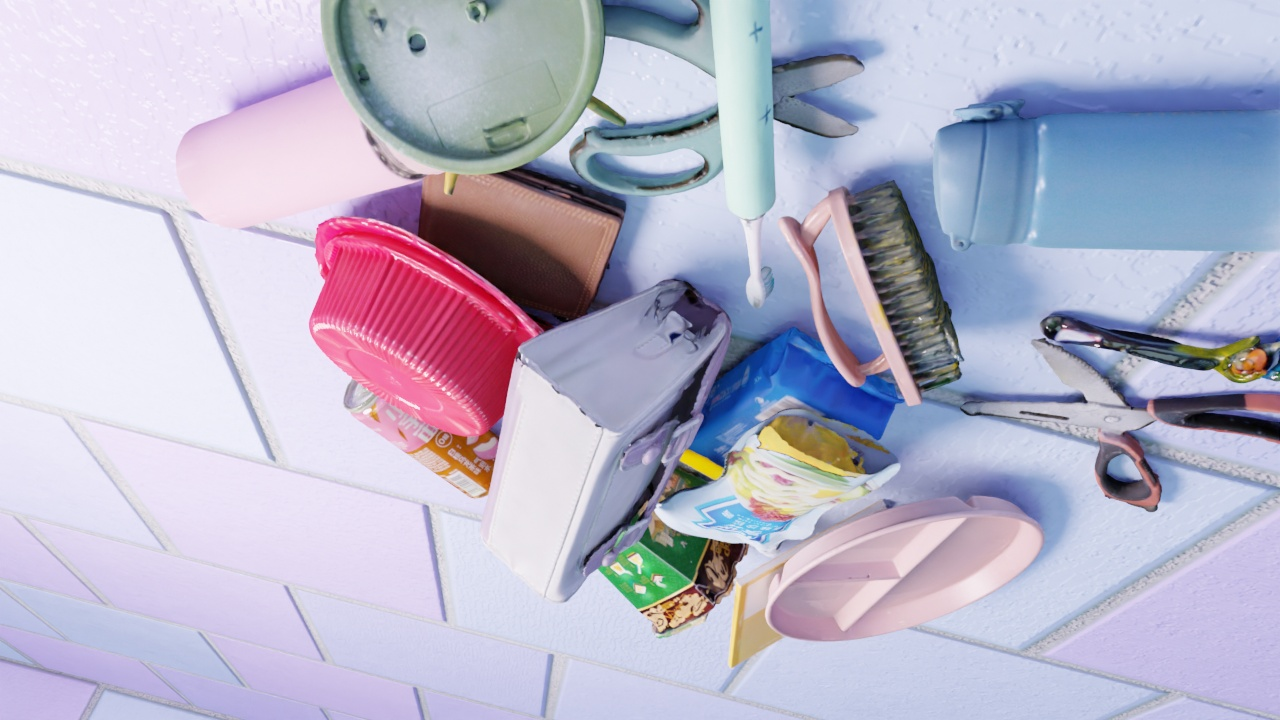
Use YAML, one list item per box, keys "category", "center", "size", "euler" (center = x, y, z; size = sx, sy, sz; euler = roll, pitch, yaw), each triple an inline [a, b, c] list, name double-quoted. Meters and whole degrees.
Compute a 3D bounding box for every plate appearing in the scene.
- category: "plate"
  center: [0.210, 0.171, 0.747]
  size: [0.229, 0.028, 0.230]
  euler: [-8, 143, -7]

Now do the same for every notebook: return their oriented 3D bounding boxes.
- category: "notebook"
  center: [0.144, 0.206, 0.823]
  size: [0.145, 0.010, 0.207]
  euler: [-25, 146, -15]

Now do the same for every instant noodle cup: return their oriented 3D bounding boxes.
- category: "instant noodle cup"
  center: [-0.147, -0.010, 0.612]
  size: [0.194, 0.065, 0.194]
  euler: [26, 159, 11]

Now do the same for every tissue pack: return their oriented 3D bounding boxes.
- category: "tissue pack"
  center: [0.099, 0.037, 0.643]
  size: [0.095, 0.052, 0.158]
  euler: [28, 143, -15]

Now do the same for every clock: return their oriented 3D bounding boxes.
- category: "clock"
  center: [-0.078, -0.158, 0.390]
  size: [0.116, 0.056, 0.161]
  euler: [-19, 112, 10]

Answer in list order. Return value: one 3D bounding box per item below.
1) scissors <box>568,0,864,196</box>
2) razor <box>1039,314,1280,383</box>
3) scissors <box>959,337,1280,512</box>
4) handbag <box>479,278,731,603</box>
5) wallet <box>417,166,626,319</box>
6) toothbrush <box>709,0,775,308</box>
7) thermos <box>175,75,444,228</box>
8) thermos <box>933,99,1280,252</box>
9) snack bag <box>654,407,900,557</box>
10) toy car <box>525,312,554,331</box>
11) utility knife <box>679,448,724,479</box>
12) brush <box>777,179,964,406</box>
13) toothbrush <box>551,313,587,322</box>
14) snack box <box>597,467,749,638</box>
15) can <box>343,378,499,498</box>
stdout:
- category: "scissors"
  center: [0.018, -0.144, 0.450]
  size: [0.173, 0.019, 0.178]
  euler: [-9, 138, 32]
- category: "razor"
  center: [0.306, -0.008, 0.531]
  size: [0.143, 0.022, 0.043]
  euler: [9, 143, 8]
- category: "scissors"
  center: [0.327, 0.041, 0.596]
  size: [0.189, 0.015, 0.222]
  euler: [-20, 133, 40]
- category: "handbag"
  center: [-0.021, 0.054, 0.610]
  size: [0.098, 0.144, 0.197]
  euler: [37, 138, 15]
- category: "wallet"
  center: [-0.077, -0.079, 0.567]
  size: [0.124, 0.032, 0.101]
  euler: [18, 142, -5]
- category: "toothbrush"
  center: [0.054, -0.102, 0.456]
  size: [0.026, 0.027, 0.225]
  euler: [32, 153, 30]
- category: "thermos"
  center: [-0.169, -0.131, 0.503]
  size: [0.199, 0.067, 0.087]
  euler: [-8, 110, 30]
- category: "thermos"
  center: [0.247, -0.082, 0.413]
  size: [0.221, 0.070, 0.070]
  euler: [4, 144, 16]
- category: "snack bag"
  center: [0.089, 0.095, 0.649]
  size: [0.110, 0.038, 0.191]
  euler: [12, 148, -15]
- category: "toy car"
  center: [-0.084, -0.015, 0.655]
  size: [0.106, 0.031, 0.049]
  euler: [23, 150, 8]
- category: "utility knife"
  center: [0.017, 0.061, 0.739]
  size: [0.154, 0.015, 0.033]
  euler: [32, 148, -25]
- category: "brush"
  center: [0.130, -0.038, 0.517]
  size: [0.073, 0.063, 0.145]
  euler: [-17, 135, 23]
- category: "toothbrush"
  center: [-0.004, 0.004, 0.666]
  size: [0.014, 0.017, 0.189]
  euler: [-25, 131, 34]
- category: "snack box"
  center: [0.021, 0.156, 0.800]
  size: [0.105, 0.118, 0.118]
  euler: [36, 141, -8]
- category: "can"
  center: [-0.174, 0.058, 0.767]
  size: [0.058, 0.057, 0.147]
  euler: [-15, 135, 36]
